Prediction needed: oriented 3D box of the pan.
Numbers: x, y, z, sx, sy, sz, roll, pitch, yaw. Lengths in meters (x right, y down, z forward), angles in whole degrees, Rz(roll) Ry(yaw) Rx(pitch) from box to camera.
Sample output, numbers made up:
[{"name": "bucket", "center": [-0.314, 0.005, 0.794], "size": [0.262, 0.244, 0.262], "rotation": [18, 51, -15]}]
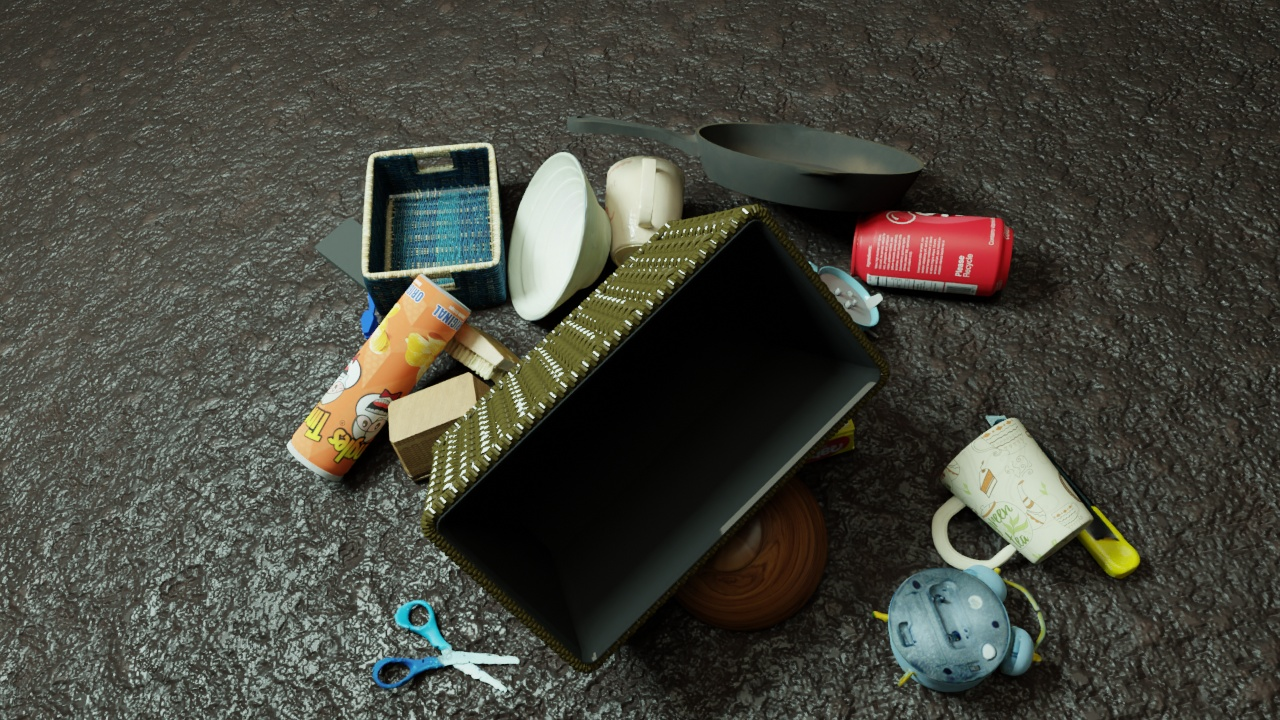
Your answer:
[{"name": "pan", "center": [0.102, -0.205, 0.929], "size": [0.356, 0.043, 0.248], "rotation": [7, 24, 0]}]

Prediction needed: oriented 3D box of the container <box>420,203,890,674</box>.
[{"name": "container", "center": [-0.008, 0.041, 0.739], "size": [0.321, 0.176, 0.205], "rotation": [-44, 19, -4]}]

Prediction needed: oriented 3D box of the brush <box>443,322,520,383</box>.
[{"name": "brush", "center": [-0.174, -0.014, 0.946], "size": [0.117, 0.049, 0.039], "rotation": [33, 92, 27]}]

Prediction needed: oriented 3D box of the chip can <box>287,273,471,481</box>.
[{"name": "chip can", "center": [-0.255, 0.016, 0.901], "size": [0.062, 0.062, 0.210], "rotation": [36, 87, 29]}]

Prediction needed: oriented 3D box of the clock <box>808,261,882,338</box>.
[{"name": "clock", "center": [0.176, -0.057, 0.868], "size": [0.123, 0.042, 0.087], "rotation": [9, 47, -35]}]

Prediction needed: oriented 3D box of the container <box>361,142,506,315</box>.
[{"name": "container", "center": [-0.225, -0.146, 1.014], "size": [0.145, 0.071, 0.187], "rotation": [-6, 56, -4]}]

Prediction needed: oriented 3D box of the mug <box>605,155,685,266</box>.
[{"name": "mug", "center": [0.004, -0.157, 0.962], "size": [0.085, 0.112, 0.104], "rotation": [5, 67, -2]}]

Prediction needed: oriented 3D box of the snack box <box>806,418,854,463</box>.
[{"name": "snack box", "center": [0.125, 0.006, 0.872], "size": [0.092, 0.042, 0.200], "rotation": [-18, 56, 0]}]

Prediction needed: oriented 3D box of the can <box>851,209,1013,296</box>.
[{"name": "can", "center": [0.281, -0.105, 0.890], "size": [0.143, 0.074, 0.074], "rotation": [7, 60, 16]}]

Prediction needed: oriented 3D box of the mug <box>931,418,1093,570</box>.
[{"name": "mug", "center": [0.295, 0.123, 0.752], "size": [0.122, 0.081, 0.097], "rotation": [-43, 62, 11]}]

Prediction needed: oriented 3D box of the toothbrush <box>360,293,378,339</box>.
[{"name": "toothbrush", "center": [-0.298, -0.105, 1.031], "size": [0.016, 0.011, 0.186], "rotation": [-8, 58, 5]}]

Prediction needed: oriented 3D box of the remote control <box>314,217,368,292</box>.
[{"name": "remote control", "center": [-0.315, -0.116, 1.060], "size": [0.133, 0.013, 0.058], "rotation": [35, 71, 28]}]

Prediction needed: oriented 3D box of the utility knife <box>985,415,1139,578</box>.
[{"name": "utility knife", "center": [0.352, 0.108, 0.775], "size": [0.028, 0.020, 0.171], "rotation": [-26, 55, -8]}]

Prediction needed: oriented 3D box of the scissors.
[{"name": "scissors", "center": [-0.169, 0.267, 0.789], "size": [0.135, 0.016, 0.086], "rotation": [22, 61, 18]}]

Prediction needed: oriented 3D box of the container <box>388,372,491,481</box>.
[{"name": "container", "center": [-0.187, 0.061, 0.884], "size": [0.114, 0.061, 0.063], "rotation": [-21, 50, 6]}]

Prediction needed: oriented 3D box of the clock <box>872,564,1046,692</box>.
[{"name": "clock", "center": [0.250, 0.207, 0.712], "size": [0.124, 0.052, 0.088], "rotation": [-16, 55, 1]}]

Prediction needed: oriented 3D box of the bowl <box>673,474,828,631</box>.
[{"name": "bowl", "center": [0.076, 0.146, 0.755], "size": [0.147, 0.069, 0.147], "rotation": [-6, 71, 16]}]

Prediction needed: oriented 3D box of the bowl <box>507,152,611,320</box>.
[{"name": "bowl", "center": [-0.076, -0.124, 0.961], "size": [0.057, 0.177, 0.176], "rotation": [10, 50, -31]}]
